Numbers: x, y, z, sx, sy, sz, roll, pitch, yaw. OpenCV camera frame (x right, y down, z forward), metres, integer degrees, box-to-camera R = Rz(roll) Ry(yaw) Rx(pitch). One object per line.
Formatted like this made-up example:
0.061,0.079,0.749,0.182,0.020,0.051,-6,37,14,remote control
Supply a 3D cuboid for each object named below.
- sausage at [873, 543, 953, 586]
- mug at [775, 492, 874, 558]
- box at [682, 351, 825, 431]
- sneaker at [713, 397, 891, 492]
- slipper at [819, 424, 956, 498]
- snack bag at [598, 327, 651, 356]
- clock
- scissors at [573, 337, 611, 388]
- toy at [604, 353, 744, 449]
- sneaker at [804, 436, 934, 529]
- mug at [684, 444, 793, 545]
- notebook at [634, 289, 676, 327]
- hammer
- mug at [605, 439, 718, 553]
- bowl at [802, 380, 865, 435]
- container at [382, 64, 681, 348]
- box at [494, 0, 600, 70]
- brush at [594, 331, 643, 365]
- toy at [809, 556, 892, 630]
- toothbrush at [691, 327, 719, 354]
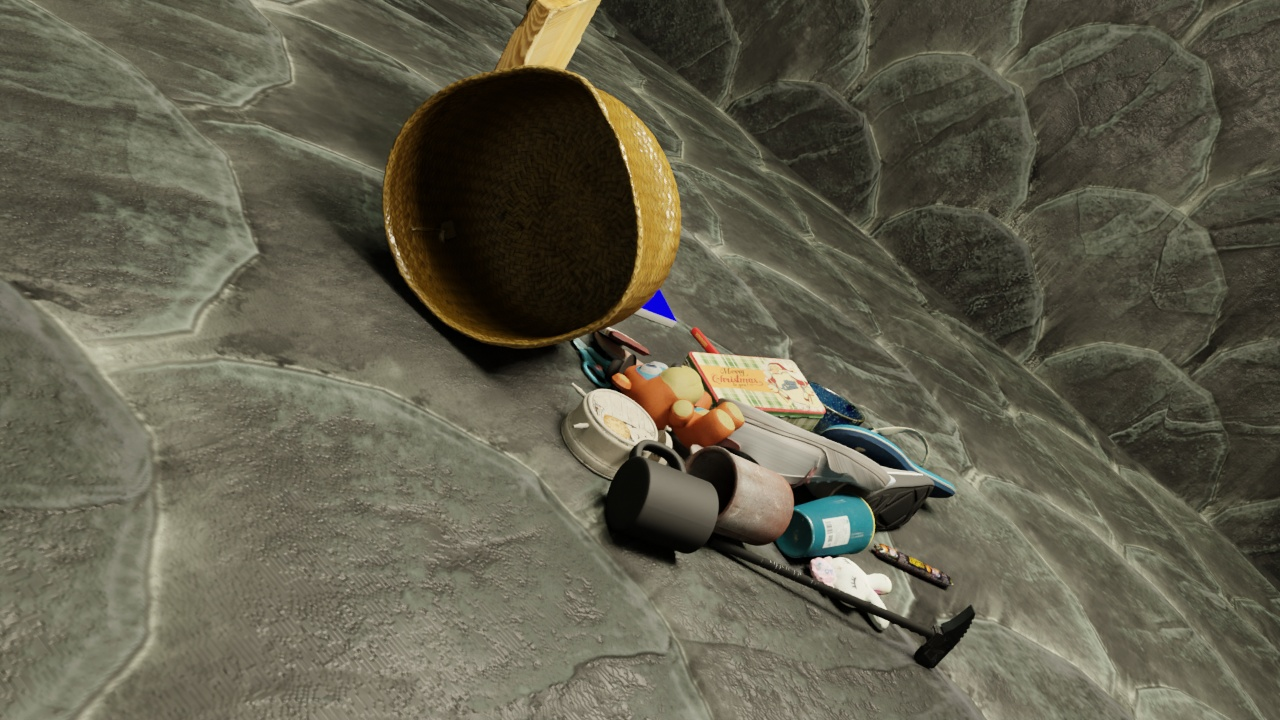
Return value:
0.374,0.281,1.253,0.155,0.020,0.020,27,26,-22,sausage
0.221,0.204,1.117,0.121,0.078,0.078,2,42,-46,mug
0.159,0.046,1.299,0.205,0.051,0.117,5,38,-33,box
0.193,0.131,1.162,0.236,0.089,0.099,23,-3,8,sneaker
0.376,0.142,1.392,0.294,0.118,0.060,29,63,-34,slipper
-0.026,-0.029,1.189,0.057,0.013,0.158,30,0,-14,snack bag
-0.011,0.085,1.020,0.156,0.061,0.103,26,27,-20,clock
-0.067,-0.017,1.182,0.075,0.015,0.141,0,49,-52,scissors
0.037,0.051,1.109,0.176,0.096,0.112,16,11,15,toy
0.305,0.162,1.304,0.160,0.093,0.256,42,22,31,sneaker
0.099,0.142,1.027,0.110,0.096,0.123,32,21,-41,mug
-0.054,-0.138,1.409,0.209,0.022,0.171,19,32,-37,notebook
0.224,0.258,1.033,0.325,0.095,0.015,25,27,-12,hammer
0.020,0.134,0.944,0.088,0.078,0.113,24,42,-28,mug
0.282,0.085,1.416,0.114,0.061,0.114,24,17,-8,bowl
-0.112,-0.167,1.048,0.307,0.307,0.196,42,17,10,container
-0.087,-0.317,1.267,0.286,0.337,0.278,30,32,-3,box
-0.007,0.007,1.222,0.135,0.015,0.050,33,10,-26,brush
0.251,0.266,1.089,0.122,0.038,0.079,27,33,-16,toy
0.138,0.023,1.395,0.017,0.012,0.212,4,41,-51,toothbrush
